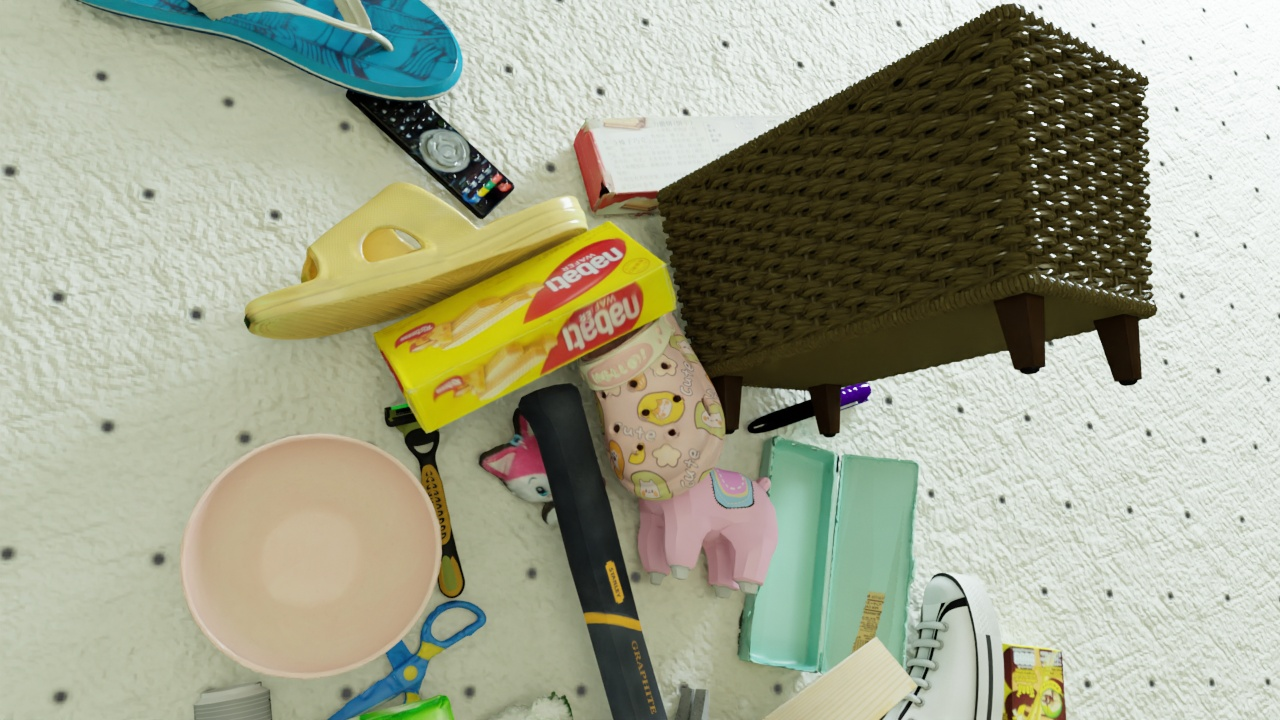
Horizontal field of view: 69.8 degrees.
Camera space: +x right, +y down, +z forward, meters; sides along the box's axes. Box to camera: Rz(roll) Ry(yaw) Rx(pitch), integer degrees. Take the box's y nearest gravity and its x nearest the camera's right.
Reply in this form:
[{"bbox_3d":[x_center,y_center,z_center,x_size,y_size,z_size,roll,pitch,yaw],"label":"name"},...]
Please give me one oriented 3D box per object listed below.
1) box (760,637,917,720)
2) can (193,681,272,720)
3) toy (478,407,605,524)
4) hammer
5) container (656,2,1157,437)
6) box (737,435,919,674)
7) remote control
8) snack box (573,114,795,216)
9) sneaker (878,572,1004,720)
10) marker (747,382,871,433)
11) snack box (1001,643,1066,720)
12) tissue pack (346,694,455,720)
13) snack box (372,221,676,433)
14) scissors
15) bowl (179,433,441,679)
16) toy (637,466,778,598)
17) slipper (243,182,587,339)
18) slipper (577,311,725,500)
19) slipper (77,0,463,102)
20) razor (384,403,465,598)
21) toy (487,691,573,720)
[{"bbox_3d":[0.071,0.330,0.608,0.247,0.119,0.253,-10,105,-46],"label":"box"},{"bbox_3d":[-0.246,0.255,0.561,0.044,0.044,0.106,-4,78,-24],"label":"can"},{"bbox_3d":[-0.065,0.082,0.686,0.102,0.050,0.065,42,59,-14],"label":"toy"},{"bbox_3d":[-0.028,0.170,0.643,0.139,0.035,0.312,-17,92,-49],"label":"hammer"},{"bbox_3d":[0.182,-0.065,0.663,0.176,0.322,0.205,5,76,-37],"label":"container"},{"bbox_3d":[0.156,0.163,0.756,0.138,0.055,0.186,12,71,-3],"label":"box"},{"bbox_3d":[-0.165,-0.171,0.724,0.140,0.021,0.045,42,57,-6],"label":"remote control"},{"bbox_3d":[0.077,-0.175,0.819,0.272,0.044,0.076,-8,74,-26],"label":"snack box"},{"bbox_3d":[0.222,0.290,0.737,0.097,0.091,0.245,12,72,-4],"label":"sneaker"},{"bbox_3d":[0.150,0.043,0.804,0.133,0.015,0.018,-16,80,-26],"label":"marker"},{"bbox_3d":[0.342,0.327,0.803,0.061,0.026,0.148,11,72,-19],"label":"snack box"},{"bbox_3d":[-0.157,0.278,0.580,0.099,0.034,0.114,-16,84,-4],"label":"tissue pack"},{"bbox_3d":[-0.082,-0.029,0.658,0.200,0.092,0.042,-27,127,-14],"label":"snack box"},{"bbox_3d":[-0.157,0.216,0.630,0.125,0.013,0.127,-27,85,-28],"label":"scissors"},{"bbox_3d":[-0.212,0.127,0.593,0.153,0.076,0.153,7,72,-22],"label":"bowl"},{"bbox_3d":[0.048,0.099,0.719,0.123,0.067,0.157,15,67,-20],"label":"toy"},{"bbox_3d":[-0.161,-0.083,0.662,0.262,0.100,0.078,-22,84,-31],"label":"slipper"},{"bbox_3d":[-0.004,0.004,0.679,0.093,0.081,0.197,-24,60,9],"label":"slipper"},{"bbox_3d":[-0.273,-0.276,0.678,0.294,0.060,0.118,11,58,-17],"label":"slipper"},{"bbox_3d":[-0.148,0.099,0.659,0.044,0.021,0.144,-13,80,-7],"label":"razor"},{"bbox_3d":[-0.094,0.280,0.623,0.108,0.041,0.095,-6,81,-19],"label":"toy"}]
